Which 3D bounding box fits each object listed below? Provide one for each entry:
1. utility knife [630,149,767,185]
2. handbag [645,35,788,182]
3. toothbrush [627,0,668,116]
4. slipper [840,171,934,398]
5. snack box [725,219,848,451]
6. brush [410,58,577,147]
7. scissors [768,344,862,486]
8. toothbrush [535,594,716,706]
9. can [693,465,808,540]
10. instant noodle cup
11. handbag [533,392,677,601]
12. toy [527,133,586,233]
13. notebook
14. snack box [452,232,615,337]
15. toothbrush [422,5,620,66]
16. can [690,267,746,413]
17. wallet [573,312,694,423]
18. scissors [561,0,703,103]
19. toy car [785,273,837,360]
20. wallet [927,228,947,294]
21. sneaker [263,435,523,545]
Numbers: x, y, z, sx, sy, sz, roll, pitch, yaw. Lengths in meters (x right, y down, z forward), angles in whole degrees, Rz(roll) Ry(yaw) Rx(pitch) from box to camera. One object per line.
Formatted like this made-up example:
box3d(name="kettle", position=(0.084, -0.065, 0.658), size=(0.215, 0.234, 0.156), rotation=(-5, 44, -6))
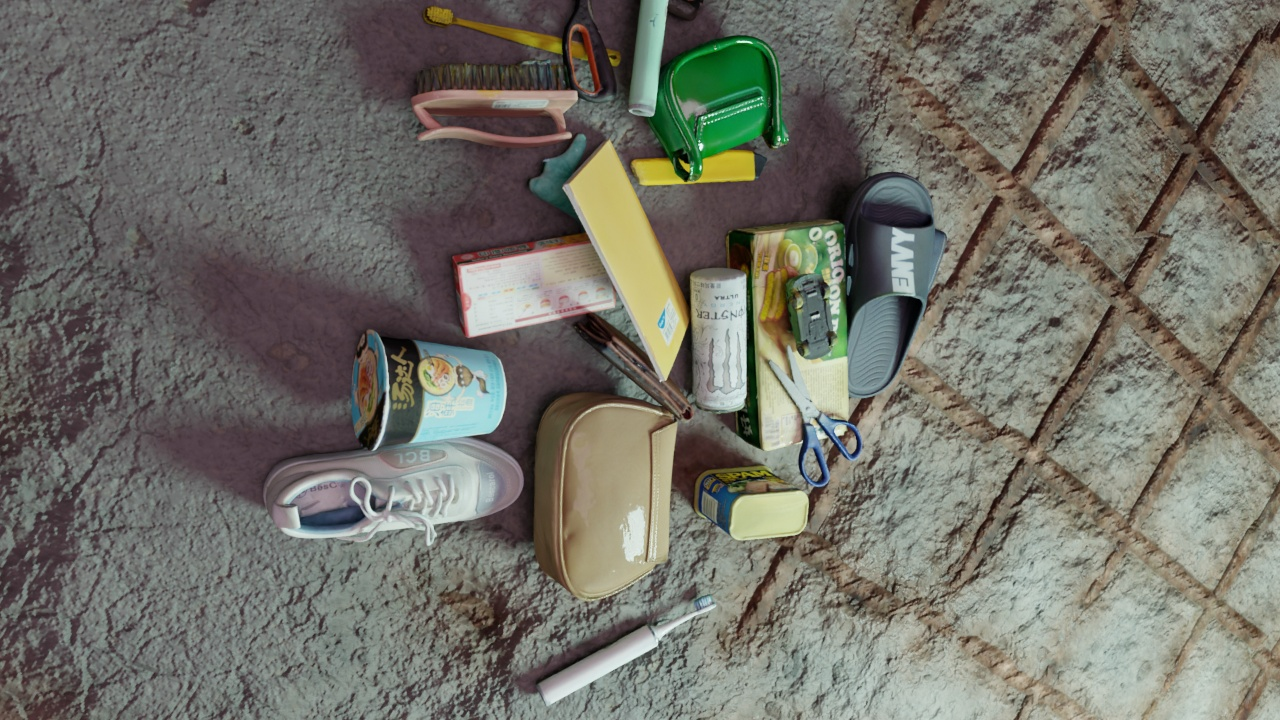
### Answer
box3d(name="utility knife", position=(0.062, -0.200, 0.949), size=(0.153, 0.015, 0.033), rotation=(-7, 97, -21))
box3d(name="handbag", position=(0.077, -0.251, 0.908), size=(0.131, 0.068, 0.120), rotation=(-26, 101, -18))
box3d(name="toothbrush", position=(0.014, -0.342, 0.860), size=(0.027, 0.026, 0.224), rotation=(7, 92, -5))
box3d(name="slipper", position=(0.274, -0.069, 1.004), size=(0.110, 0.083, 0.268), rotation=(-4, 117, -16))
box3d(name="snack box", position=(0.162, -0.029, 1.002), size=(0.114, 0.063, 0.240), rotation=(-11, 105, -21))
box3d(name="brush", position=(-0.134, -0.231, 0.832), size=(0.145, 0.063, 0.073), rotation=(-7, 93, -21))
box3d(name="scissors", position=(0.177, 0.066, 0.988), size=(0.171, 0.012, 0.140), rotation=(25, 92, -26))
box3d(name="toothbrush", position=(-0.012, 0.319, 1.022), size=(0.220, 0.027, 0.026), rotation=(-24, 87, -17))
box3d(name="can", position=(0.123, 0.157, 1.013), size=(0.102, 0.083, 0.057), rotation=(-1, 102, -23))
box3d(name="instant noodle cup", position=(-0.193, 0.027, 0.846), size=(0.120, 0.111, 0.111), rotation=(1, 101, -31))
box3d(name="handbag", position=(-0.039, 0.132, 0.936), size=(0.147, 0.100, 0.204), rotation=(-3, 102, -30))
box3d(name="toy", position=(-0.063, -0.168, 0.893), size=(0.092, 0.030, 0.096), rotation=(25, 99, -28))
box3d(name="notebook", position=(-0.006, -0.100, 0.886), size=(0.010, 0.145, 0.206), rotation=(-18, 114, 23))
box3d(name="snack box", position=(-0.100, -0.075, 0.889), size=(0.155, 0.027, 0.077), rotation=(-13, 122, -20))
box3d(name="toothbrush", position=(-0.106, -0.301, 0.854), size=(0.190, 0.016, 0.016), rotation=(6, 99, -24))
box3d(name="can", position=(0.083, -0.022, 0.967), size=(0.058, 0.058, 0.147), rotation=(-9, 109, -21))
box3d(name="wallet", position=(-0.005, 0.005, 0.916), size=(0.124, 0.101, 0.032), rotation=(40, 93, -25))
box3d(name="scissors", position=(-0.038, -0.356, 0.862), size=(0.220, 0.022, 0.234), rotation=(-5, 96, -25))
box3d(name="toy car", position=(0.174, -0.046, 0.947), size=(0.043, 0.036, 0.091), rotation=(-19, 107, -19))
box3d(name="wallet", position=(0.293, -0.125, 1.055), size=(0.115, 0.033, 0.090), rotation=(19, 91, -24))
box3d(name="sneaker", position=(-0.221, 0.122, 0.856), size=(0.241, 0.091, 0.089), rotation=(-2, 103, -23))
